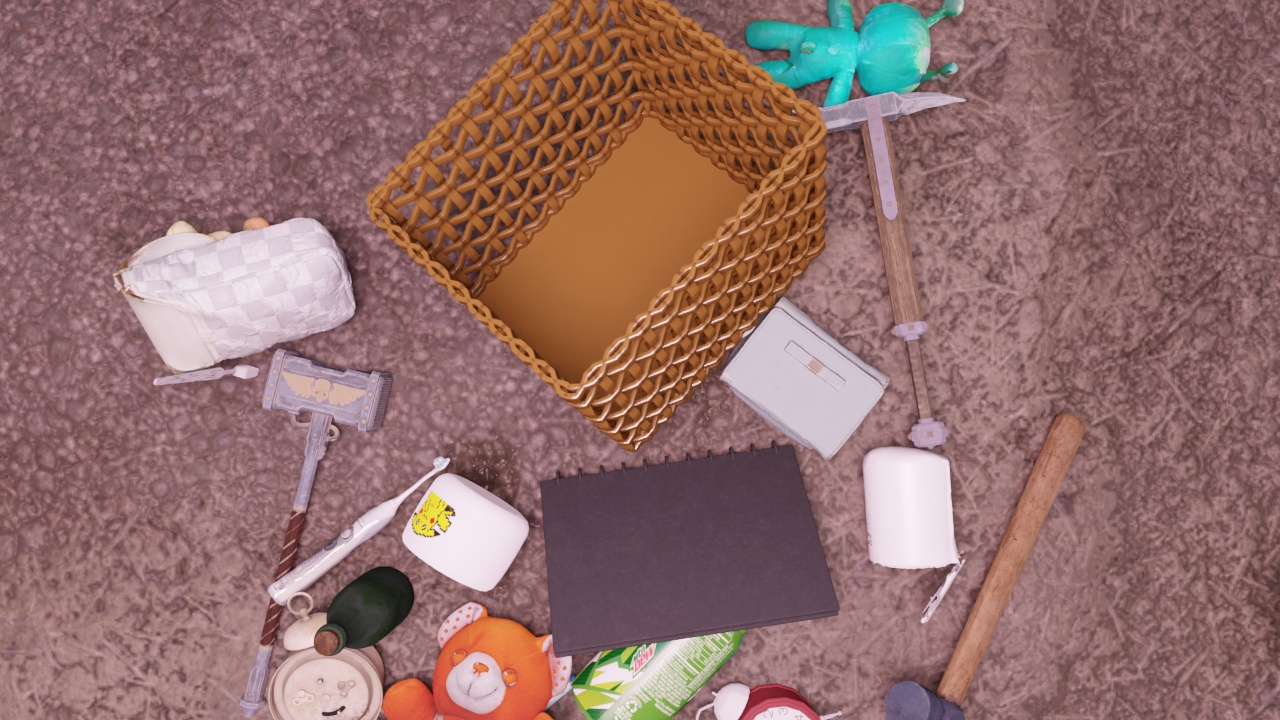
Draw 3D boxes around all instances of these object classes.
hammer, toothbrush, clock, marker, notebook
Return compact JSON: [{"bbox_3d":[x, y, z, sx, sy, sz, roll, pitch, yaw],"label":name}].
[{"bbox_3d":[0.322,0.191,0.814,0.129,0.040,0.321,38,76,-39],"label":"hammer"},{"bbox_3d":[0.232,-0.081,0.806,0.147,0.028,0.316,-9,85,11],"label":"hammer"},{"bbox_3d":[-0.239,0.145,0.797,0.185,0.022,0.024,-38,127,-10],"label":"toothbrush"},{"bbox_3d":[-0.308,0.157,0.813,0.098,0.044,0.322,13,89,-1],"label":"hammer"},{"bbox_3d":[-0.348,0.013,0.747,0.010,0.181,0.010,17,91,-4],"label":"toothbrush"},{"bbox_3d":[0.110,0.333,0.810,0.124,0.044,0.087,6,87,-2],"label":"clock"},{"bbox_3d":[-0.112,0.329,0.820,0.142,0.013,0.013,-40,89,-3],"label":"marker"},{"bbox_3d":[-0.272,0.261,0.792,0.093,0.054,0.141,-16,103,-3],"label":"clock"},{"bbox_3d":[0.034,0.154,0.786,0.231,0.019,0.169,-8,51,-2],"label":"notebook"}]

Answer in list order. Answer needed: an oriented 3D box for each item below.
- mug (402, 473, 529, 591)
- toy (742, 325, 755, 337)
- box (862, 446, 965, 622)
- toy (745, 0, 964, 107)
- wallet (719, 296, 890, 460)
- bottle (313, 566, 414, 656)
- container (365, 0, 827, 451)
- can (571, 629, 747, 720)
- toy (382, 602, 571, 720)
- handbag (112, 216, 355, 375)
[{"bbox_3d":[-0.156,0.142,0.795,0.116,0.094,0.068,26,81,42],"label":"mug"},{"bbox_3d":[0.069,-0.045,0.828,0.125,0.037,0.076,-39,52,-8],"label":"toy"},{"bbox_3d":[0.244,0.155,0.805,0.092,0.081,0.160,-1,88,13],"label":"box"},{"bbox_3d":[0.193,-0.282,0.838,0.193,0.072,0.130,-1,93,7],"label":"toy"},{"bbox_3d":[0.147,0.015,0.829,0.131,0.054,0.100,36,84,4],"label":"wallet"},{"bbox_3d":[-0.228,0.208,0.742,0.055,0.174,0.055,0,86,-2],"label":"bottle"},{"bbox_3d":[-0.017,-0.104,0.720,0.219,0.214,0.251,41,86,18],"label":"container"},{"bbox_3d":[0.017,0.258,0.792,0.083,0.083,0.144,45,86,1],"label":"can"},{"bbox_3d":[-0.138,0.303,0.776,0.164,0.093,0.172,16,76,14],"label":"toy"},{"bbox_3d":[-0.340,-0.069,0.790,0.171,0.113,0.123,-17,53,-14],"label":"handbag"}]
